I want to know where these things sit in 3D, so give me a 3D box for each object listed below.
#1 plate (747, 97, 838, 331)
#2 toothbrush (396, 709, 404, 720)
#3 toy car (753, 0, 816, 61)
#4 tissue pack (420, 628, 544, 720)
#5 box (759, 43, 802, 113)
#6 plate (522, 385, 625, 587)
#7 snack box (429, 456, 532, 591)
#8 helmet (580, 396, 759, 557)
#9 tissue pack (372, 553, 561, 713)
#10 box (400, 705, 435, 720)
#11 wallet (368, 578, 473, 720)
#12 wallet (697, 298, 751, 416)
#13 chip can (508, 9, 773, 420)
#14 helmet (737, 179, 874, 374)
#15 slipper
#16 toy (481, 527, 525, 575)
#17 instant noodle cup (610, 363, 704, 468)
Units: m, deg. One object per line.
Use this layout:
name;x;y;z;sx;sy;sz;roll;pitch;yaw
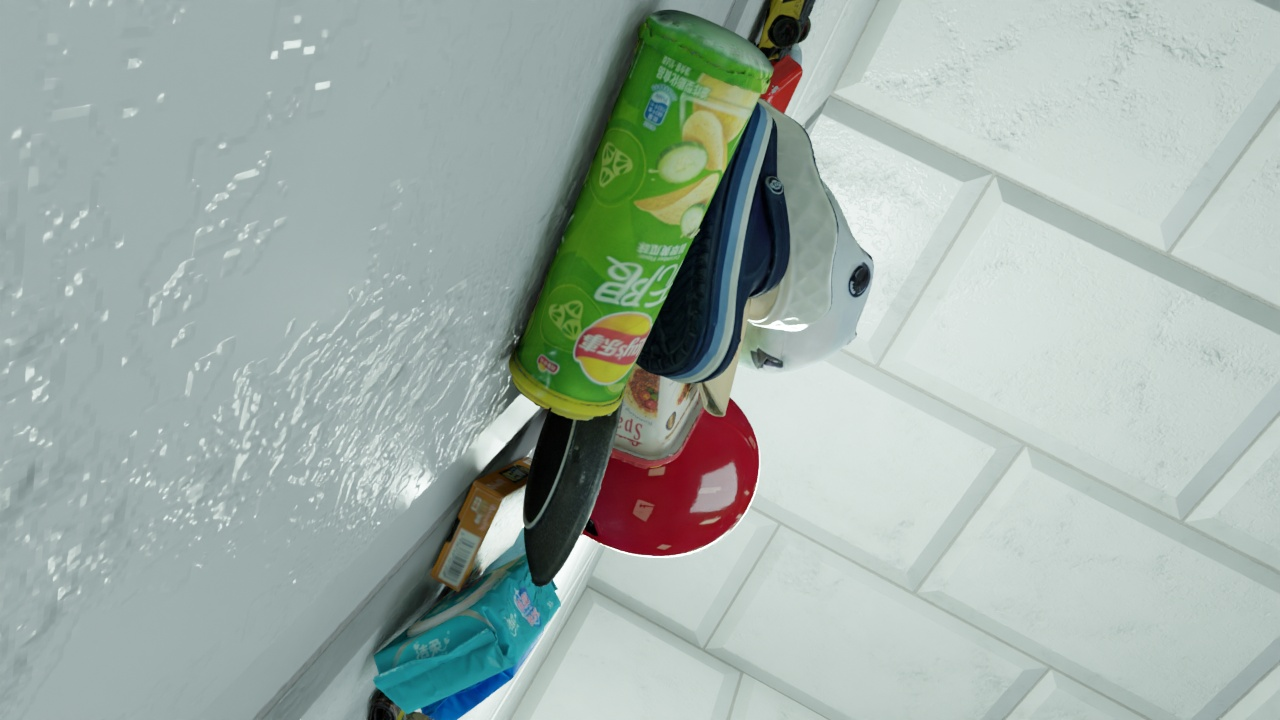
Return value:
plate;0.101;-0.121;0.806;0.045;0.204;0.205;-16;156;-17
toothbrush;-0.236;0.357;0.734;0.189;0.016;0.016;-61;175;-17
toy car;0.143;-0.329;0.784;0.156;0.041;0.071;-63;175;28
tissue pack;-0.151;0.285;0.884;0.095;0.052;0.157;-40;179;12
box;0.115;-0.240;0.932;0.202;0.059;0.160;111;5;-57
plate;-0.053;0.064;0.631;0.179;0.024;0.179;-161;-89;-76
snack box;-0.110;0.119;0.697;0.075;0.026;0.153;-63;174;4
helmet;0.033;0.119;0.962;0.239;0.144;0.207;-13;118;-46
tissue pack;-0.117;0.186;0.635;0.093;0.050;0.133;-27;180;12
box;-0.210;0.380;0.767;0.184;0.062;0.090;-59;-170;-6
wallet;-0.173;0.236;0.727;0.122;0.020;0.097;-59;179;-42
wallet;0.068;-0.023;0.743;0.087;0.024;0.115;57;46;-58
chip can;-0.004;-0.075;0.501;0.222;0.072;0.072;-65;174;24
helmet;0.137;-0.090;1.073;0.145;0.229;0.259;-39;141;-32
slipper;0.057;-0.085;0.677;0.105;0.095;0.252;-25;-137;48
toy;-0.123;0.204;0.840;0.161;0.050;0.157;-52;180;-27
instant noodle cup;-0.004;0.004;0.741;0.116;0.116;0.124;-57;160;-44
